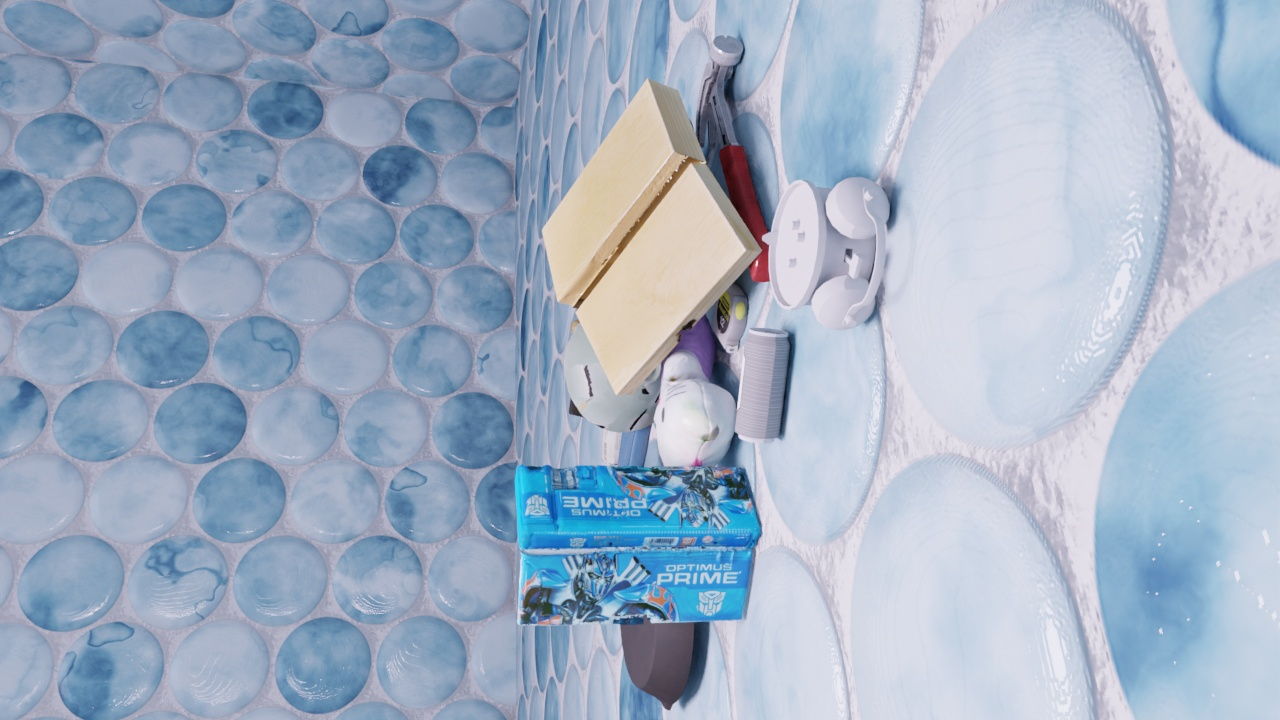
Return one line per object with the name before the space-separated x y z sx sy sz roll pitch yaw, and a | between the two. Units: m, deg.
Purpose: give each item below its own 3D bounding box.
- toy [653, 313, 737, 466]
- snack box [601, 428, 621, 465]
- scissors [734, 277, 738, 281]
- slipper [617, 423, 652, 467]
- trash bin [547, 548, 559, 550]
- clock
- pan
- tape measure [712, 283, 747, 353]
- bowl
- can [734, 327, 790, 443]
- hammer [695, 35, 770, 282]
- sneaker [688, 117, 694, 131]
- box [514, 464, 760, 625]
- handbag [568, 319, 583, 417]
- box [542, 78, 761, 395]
toy | 0.057 0.037 1.048 0.138 0.085 0.209 106 162 -52
snack box | -0.030 0.030 1.488 0.077 0.044 0.273 179 93 -71
scissors | 0.095 -0.116 1.079 0.134 0.016 0.073 132 134 -77
slipper | 0.014 0.069 1.264 0.104 0.059 0.213 136 149 -67
trash bin | -0.053 0.212 1.294 0.092 0.160 0.093 126 145 -55
clock | 0.150 -0.089 0.736 0.159 0.061 0.120 -130 44 -72
pan | -0.002 0.325 1.227 0.357 0.043 0.248 147 125 -73
tape measure | 0.100 -0.049 1.024 0.064 0.016 0.065 -112 28 -59
bowl | -0.007 0.007 1.166 0.068 0.174 0.174 3 91 62
can | 0.118 0.024 0.884 0.044 0.044 0.107 -139 53 -73
hammer | 0.105 -0.209 1.009 0.126 0.036 0.315 107 160 -52
sneaker | 0.019 -0.206 1.195 0.097 0.150 0.253 49 122 21
box | -0.002 0.183 0.925 0.075 0.243 0.166 132 139 -70
handbag | -0.050 -0.043 1.335 0.198 0.102 0.198 104 180 -56
box | -0.003 -0.134 1.020 0.248 0.076 0.257 -49 57 38
